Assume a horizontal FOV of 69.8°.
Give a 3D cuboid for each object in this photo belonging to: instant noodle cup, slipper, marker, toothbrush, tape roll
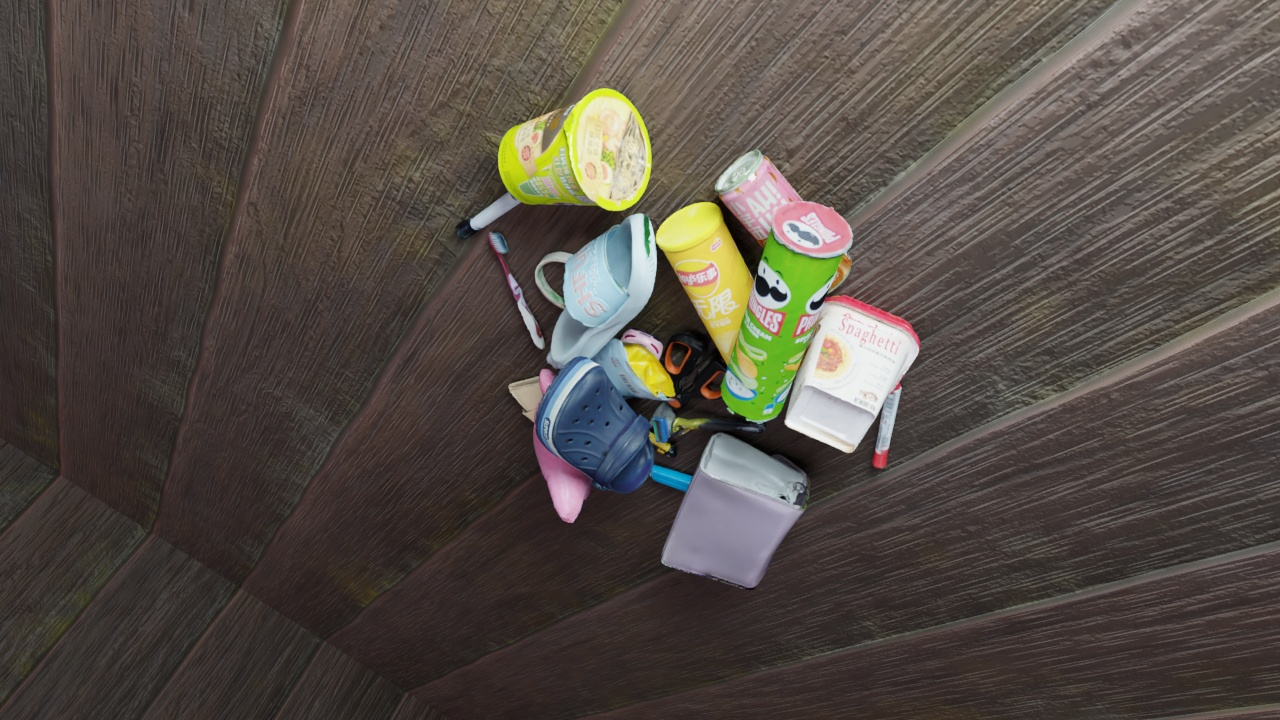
[{"bbox_3d":[-0.072,-0.197,0.894,0.124,0.111,0.112,1,136,41],"label":"instant noodle cup"},{"bbox_3d":[-0.054,-0.075,1.001,0.074,0.103,0.246,14,145,-22],"label":"slipper"},{"bbox_3d":[0.209,0.016,0.940,0.116,0.123,0.117,23,142,7],"label":"instant noodle cup"},{"bbox_3d":[-0.173,-0.170,1.054,0.022,0.018,0.131,39,142,-24],"label":"marker"},{"bbox_3d":[-0.149,-0.084,1.141,0.017,0.016,0.188,-2,134,20],"label":"toothbrush"},{"bbox_3d":[-0.084,-0.092,1.091,0.086,0.013,0.086,17,141,14],"label":"tape roll"},{"bbox_3d":[-0.037,0.096,1.080,0.095,0.105,0.253,27,162,32],"label":"slipper"},{"bbox_3d":[0.282,0.075,1.050,0.017,0.017,0.145,14,140,18],"label":"marker"}]

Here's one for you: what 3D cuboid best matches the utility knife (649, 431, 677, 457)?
[{"bbox_3d":[-0.017,0.091,1.254,0.156,0.015,0.033,31,158,-1],"label":"utility knife"}]

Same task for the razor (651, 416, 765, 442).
[{"bbox_3d":[0.087,0.083,1.164,0.143,0.022,0.043,-1,132,13],"label":"razor"}]

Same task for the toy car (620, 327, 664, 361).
[{"bbox_3d":[-0.007,0.007,1.138,0.056,0.037,0.123,26,144,6],"label":"toy car"}]

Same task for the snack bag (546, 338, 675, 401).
[{"bbox_3d":[-0.040,0.019,1.116,0.110,0.038,0.191,42,155,-23],"label":"snack bag"}]

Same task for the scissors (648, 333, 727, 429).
[{"bbox_3d":[0.040,0.032,1.158,0.152,0.021,0.235,48,145,-17],"label":"scissors"}]

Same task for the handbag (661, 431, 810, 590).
[{"bbox_3d":[0.125,0.204,1.212,0.145,0.098,0.197,25,131,8],"label":"handbag"}]

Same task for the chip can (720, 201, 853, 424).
[{"bbox_3d":[0.132,-0.038,0.870,0.072,0.072,0.237,22,139,9],"label":"chip can"}]

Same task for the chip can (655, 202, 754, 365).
[{"bbox_3d":[0.092,-0.061,0.967,0.072,0.071,0.213,-4,132,35],"label":"chip can"}]

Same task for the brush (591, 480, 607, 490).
[{"bbox_3d":[-0.041,0.138,1.253,0.055,0.073,0.144,26,149,6],"label":"brush"}]

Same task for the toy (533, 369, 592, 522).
[{"bbox_3d":[-0.098,0.110,1.167,0.075,0.194,0.178,-11,166,7],"label":"toy"}]

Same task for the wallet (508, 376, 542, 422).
[{"bbox_3d":[-0.131,0.071,1.302,0.087,0.024,0.115,-10,129,41],"label":"wallet"}]

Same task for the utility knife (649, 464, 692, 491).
[{"bbox_3d":[0.044,0.167,1.303,0.225,0.018,0.034,17,135,14],"label":"utility knife"}]

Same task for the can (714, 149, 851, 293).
[{"bbox_3d":[0.137,-0.128,0.874,0.147,0.057,0.058,45,140,-20],"label":"can"}]
